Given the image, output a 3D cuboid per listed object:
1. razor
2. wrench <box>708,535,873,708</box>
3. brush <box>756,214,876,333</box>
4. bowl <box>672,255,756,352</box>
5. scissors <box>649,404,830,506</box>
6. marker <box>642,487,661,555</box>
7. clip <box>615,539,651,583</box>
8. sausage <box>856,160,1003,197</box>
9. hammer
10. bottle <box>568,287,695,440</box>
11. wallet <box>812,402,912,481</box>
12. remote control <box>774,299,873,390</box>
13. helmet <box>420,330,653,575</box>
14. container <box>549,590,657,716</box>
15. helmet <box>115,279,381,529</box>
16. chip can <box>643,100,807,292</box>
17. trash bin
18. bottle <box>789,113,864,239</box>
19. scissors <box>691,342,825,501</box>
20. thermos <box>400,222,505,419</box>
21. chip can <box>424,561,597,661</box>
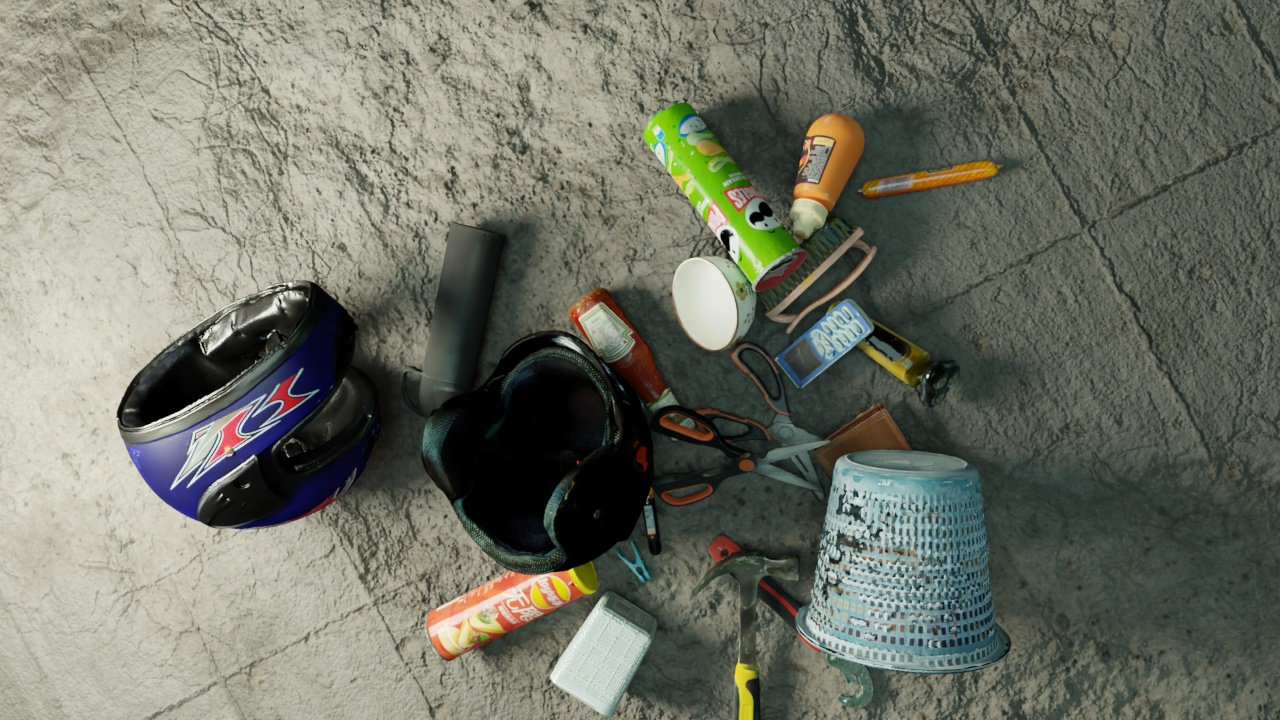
[{"bbox_3d":[0.290,-0.014,1.067,0.167,0.067,0.062,36,90,11],"label":"razor"},{"bbox_3d":[0.188,0.318,1.131,0.056,0.016,0.273,-44,88,9],"label":"wrench"},{"bbox_3d":[0.203,-0.100,1.071,0.073,0.063,0.146,44,100,-5],"label":"brush"},{"bbox_3d":[0.095,-0.072,1.080,0.062,0.114,0.113,-21,92,-34],"label":"bowl"},{"bbox_3d":[0.104,0.119,1.094,0.221,0.021,0.230,37,124,-17],"label":"scissors"},{"bbox_3d":[0.011,0.184,1.147,0.018,0.015,0.124,-7,96,11],"label":"marker"},{"bbox_3d":[-0.006,0.255,1.156,0.038,0.013,0.055,-33,88,10],"label":"clip"},{"bbox_3d":[0.334,-0.210,1.062,0.165,0.021,0.021,-8,93,9],"label":"sausage"},{"bbox_3d":[0.129,0.391,1.128,0.126,0.031,0.323,2,99,11],"label":"hammer"},{"bbox_3d":[-0.007,0.006,1.113,0.060,0.059,0.206,-37,90,9],"label":"bottle"},{"bbox_3d":[0.276,0.126,1.088,0.101,0.032,0.124,-34,99,10],"label":"wallet"},{"bbox_3d":[0.214,-0.019,1.071,0.125,0.024,0.049,-43,79,34],"label":"remote control"},{"bbox_3d":[-0.095,0.108,1.051,0.234,0.230,0.275,21,93,31],"label":"helmet"},{"bbox_3d":[-0.040,0.357,1.133,0.090,0.090,0.111,31,95,4],"label":"container"},{"bbox_3d":[-0.430,0.069,1.087,0.316,0.246,0.240,-25,130,15],"label":"helmet"},{"bbox_3d":[0.092,-0.189,1.046,0.072,0.072,0.236,-37,73,9],"label":"chip can"},{"bbox_3d":[0.287,0.204,0.999,0.227,0.226,0.195,2,94,8],"label":"trash bin"},{"bbox_3d":[0.205,-0.204,1.040,0.067,0.067,0.149,21,75,6],"label":"bottle"},{"bbox_3d":[0.159,0.074,1.116,0.226,0.015,0.189,4,95,7],"label":"scissors"},{"bbox_3d":[-0.236,-0.048,1.136,0.090,0.068,0.242,14,96,1],"label":"thermos"},{"bbox_3d":[-0.164,0.302,1.153,0.217,0.073,0.073,-27,90,10],"label":"chip can"}]
